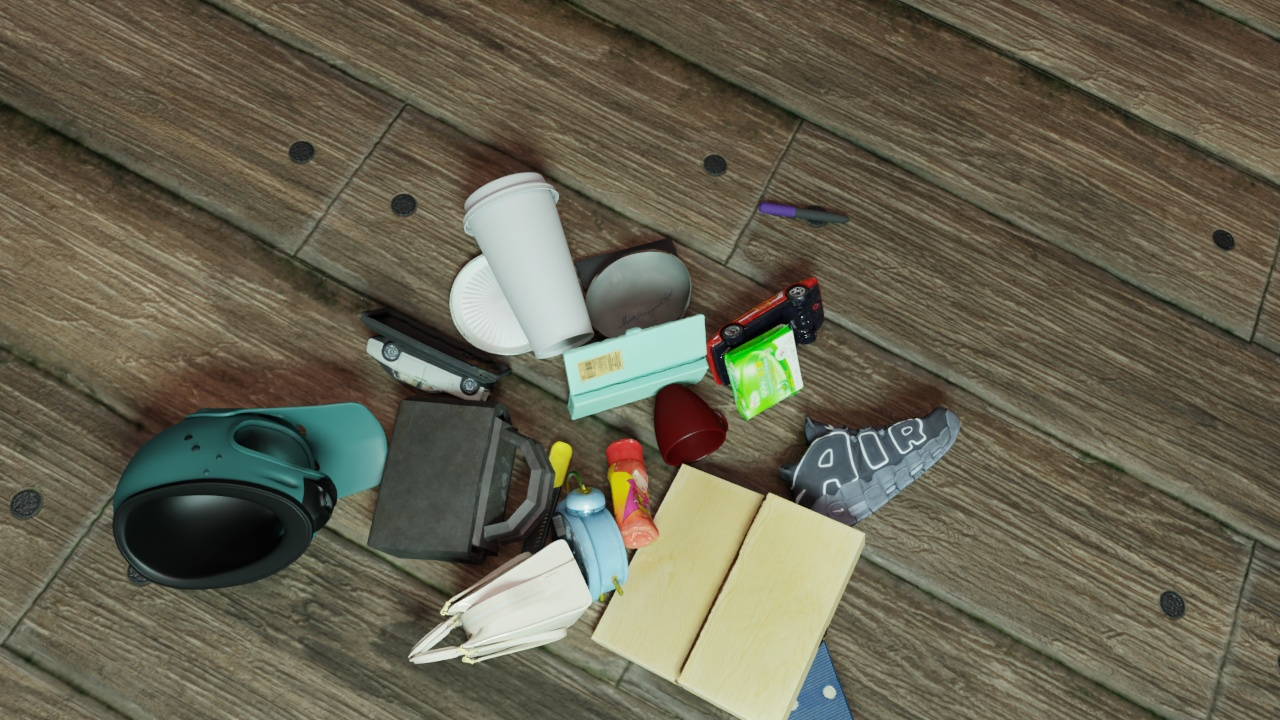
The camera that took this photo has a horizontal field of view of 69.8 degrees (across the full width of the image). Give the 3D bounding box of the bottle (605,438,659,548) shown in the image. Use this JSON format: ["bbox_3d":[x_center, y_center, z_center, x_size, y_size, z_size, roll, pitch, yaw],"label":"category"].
[{"bbox_3d":[-0.013,0.162,1.144,0.048,0.071,0.134,-20,53,13],"label":"bottle"}]

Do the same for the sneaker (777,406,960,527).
[{"bbox_3d":[0.282,0.113,1.189,0.252,0.097,0.151,-35,75,-11],"label":"sneaker"}]

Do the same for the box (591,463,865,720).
[{"bbox_3d":[0.103,0.273,1.091,0.254,0.068,0.246,17,66,32],"label":"box"}]

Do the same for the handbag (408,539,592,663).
[{"bbox_3d":[-0.164,0.288,1.023,0.197,0.195,0.101,-22,74,-16],"label":"handbag"}]

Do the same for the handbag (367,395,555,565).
[{"bbox_3d":[-0.202,0.148,1.117,0.199,0.102,0.197,4,70,13],"label":"handbag"}]

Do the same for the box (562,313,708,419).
[{"bbox_3d":[-0.004,0.013,1.171,0.186,0.139,0.052,-17,60,-11],"label":"box"}]

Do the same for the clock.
[{"bbox_3d":[-0.067,0.213,1.104,0.060,0.118,0.162,-14,79,-22],"label":"clock"}]

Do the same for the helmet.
[{"bbox_3d":[-0.443,0.139,1.048,0.275,0.200,0.176,-8,116,4],"label":"helmet"}]

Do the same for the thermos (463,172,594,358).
[{"bbox_3d":[-0.139,-0.120,1.198,0.131,0.132,0.221,-21,81,-13],"label":"thermos"}]

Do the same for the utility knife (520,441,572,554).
[{"bbox_3d":[-0.121,0.185,1.158,0.029,0.020,0.172,16,69,1],"label":"utility knife"}]

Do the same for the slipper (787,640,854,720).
[{"bbox_3d":[0.172,0.368,1.101,0.118,0.060,0.294,-19,61,-13],"label":"slipper"}]

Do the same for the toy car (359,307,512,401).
[{"bbox_3d":[-0.270,0.003,1.182,0.192,0.094,0.071,24,100,1],"label":"toy car"}]

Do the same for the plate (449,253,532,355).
[{"bbox_3d":[-0.179,-0.079,1.247,0.157,0.014,0.156,2,71,-6],"label":"plate"}]

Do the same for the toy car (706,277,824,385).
[{"bbox_3d":[0.170,-0.039,1.236,0.189,0.082,0.056,-32,37,-17],"label":"toy car"}]

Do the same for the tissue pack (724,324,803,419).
[{"bbox_3d":[0.164,0.014,1.207,0.099,0.114,0.034,-28,36,-14],"label":"tissue pack"}]

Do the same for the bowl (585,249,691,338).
[{"bbox_3d":[0.004,-0.073,1.229,0.151,0.057,0.150,-10,55,14],"label":"bowl"}]

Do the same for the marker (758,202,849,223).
[{"bbox_3d":[0.238,-0.215,1.337,0.134,0.015,0.018,8,42,-3],"label":"marker"}]

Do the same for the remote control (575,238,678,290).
[{"bbox_3d":[-0.018,-0.136,1.280,0.140,0.021,0.045,-16,72,-10],"label":"remote control"}]

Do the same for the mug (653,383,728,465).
[{"bbox_3d":[0.065,0.076,1.192,0.113,0.087,0.088,0,53,-35],"label":"mug"}]
